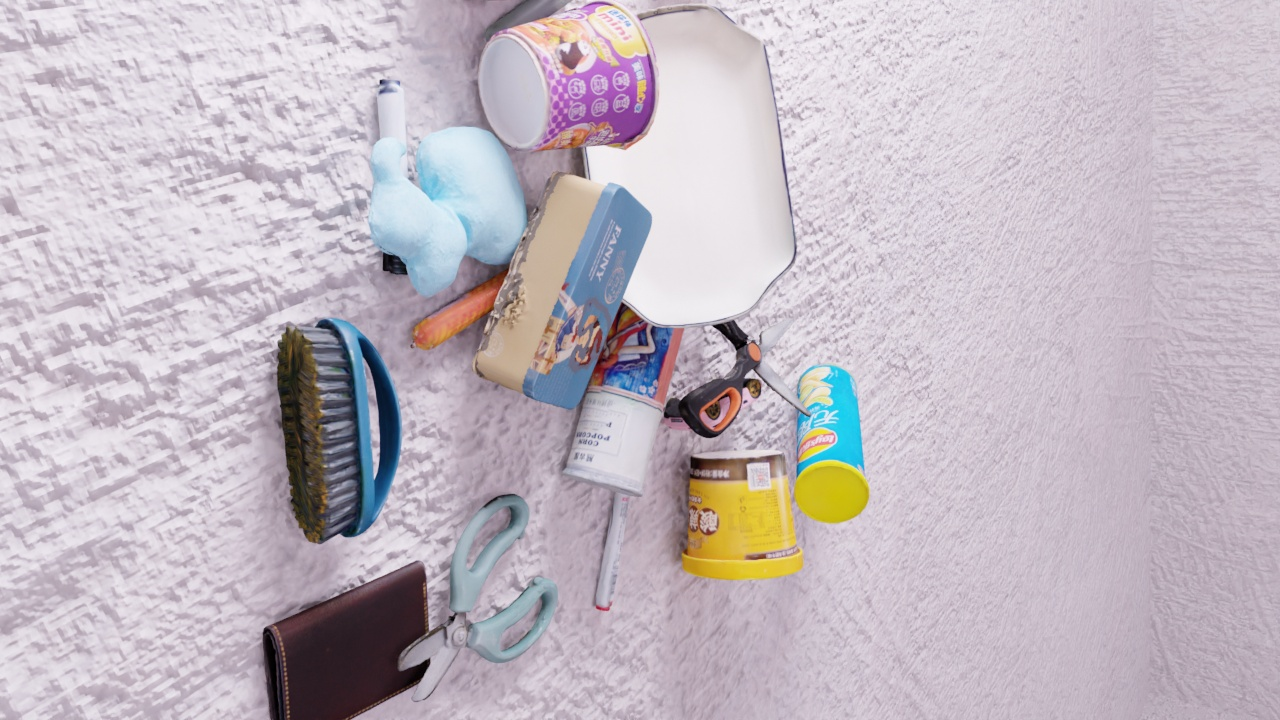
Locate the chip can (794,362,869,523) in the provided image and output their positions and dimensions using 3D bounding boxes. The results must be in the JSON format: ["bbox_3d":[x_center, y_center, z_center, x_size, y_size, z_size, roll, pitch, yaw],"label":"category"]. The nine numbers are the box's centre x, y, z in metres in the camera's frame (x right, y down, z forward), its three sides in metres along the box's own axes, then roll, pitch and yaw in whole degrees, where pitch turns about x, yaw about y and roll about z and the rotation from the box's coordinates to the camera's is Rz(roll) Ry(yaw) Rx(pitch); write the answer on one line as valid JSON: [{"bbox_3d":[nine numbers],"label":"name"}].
[{"bbox_3d":[0.200,0.080,0.970,0.209,0.071,0.071,-71,148,-60],"label":"chip can"}]

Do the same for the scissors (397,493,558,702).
[{"bbox_3d":[-0.124,0.175,0.705,0.176,0.019,0.172,-14,105,-53],"label":"scissors"}]

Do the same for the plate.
[{"bbox_3d":[0.037,-0.157,0.753,0.034,0.162,0.265,27,53,-81],"label":"plate"}]

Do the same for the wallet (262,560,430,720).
[{"bbox_3d":[-0.197,0.203,0.634,0.122,0.020,0.096,-16,112,-49],"label":"wallet"}]

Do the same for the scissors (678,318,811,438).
[{"bbox_3d":[0.089,-0.010,0.887,0.221,0.022,0.232,57,43,-11],"label":"scissors"}]

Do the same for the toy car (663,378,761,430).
[{"bbox_3d":[0.073,0.044,0.899,0.122,0.056,0.037,-23,108,-46],"label":"toy car"}]

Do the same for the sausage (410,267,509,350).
[{"bbox_3d":[-0.112,-0.051,0.696,0.164,0.021,0.021,-39,123,-39],"label":"sausage"}]

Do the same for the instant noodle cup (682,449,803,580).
[{"bbox_3d":[0.098,0.148,0.903,0.118,0.119,0.114,-1,89,-49],"label":"instant noodle cup"}]

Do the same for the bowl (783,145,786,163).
[{"bbox_3d":[0.103,-0.193,0.898,0.113,0.062,0.113,-11,105,-49],"label":"bowl"}]

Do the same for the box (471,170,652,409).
[{"bbox_3d":[-0.055,-0.057,0.694,0.184,0.062,0.089,-67,158,2],"label":"box"}]

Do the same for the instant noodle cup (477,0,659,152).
[{"bbox_3d":[-0.057,-0.204,0.676,0.099,0.112,0.112,-24,113,-40],"label":"instant noodle cup"}]

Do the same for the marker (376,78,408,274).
[{"bbox_3d":[-0.168,-0.123,0.624,0.022,0.018,0.131,-10,103,-39],"label":"marker"}]

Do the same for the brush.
[{"bbox_3d":[-0.189,0.044,0.592,0.073,0.055,0.144,-11,103,-47],"label":"brush"}]

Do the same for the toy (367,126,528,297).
[{"bbox_3d":[-0.127,-0.110,0.640,0.161,0.050,0.156,52,45,-48],"label":"toy"}]

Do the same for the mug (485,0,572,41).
[{"bbox_3d":[-0.082,-0.300,0.662,0.103,0.084,0.124,-49,154,-32],"label":"mug"}]

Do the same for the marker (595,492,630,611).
[{"bbox_3d":[-0.022,0.154,0.834,0.017,0.017,0.145,15,84,-49],"label":"marker"}]

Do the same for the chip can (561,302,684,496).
[{"bbox_3d":[-0.005,0.005,0.791,0.071,0.071,0.214,28,74,-48],"label":"chip can"}]
